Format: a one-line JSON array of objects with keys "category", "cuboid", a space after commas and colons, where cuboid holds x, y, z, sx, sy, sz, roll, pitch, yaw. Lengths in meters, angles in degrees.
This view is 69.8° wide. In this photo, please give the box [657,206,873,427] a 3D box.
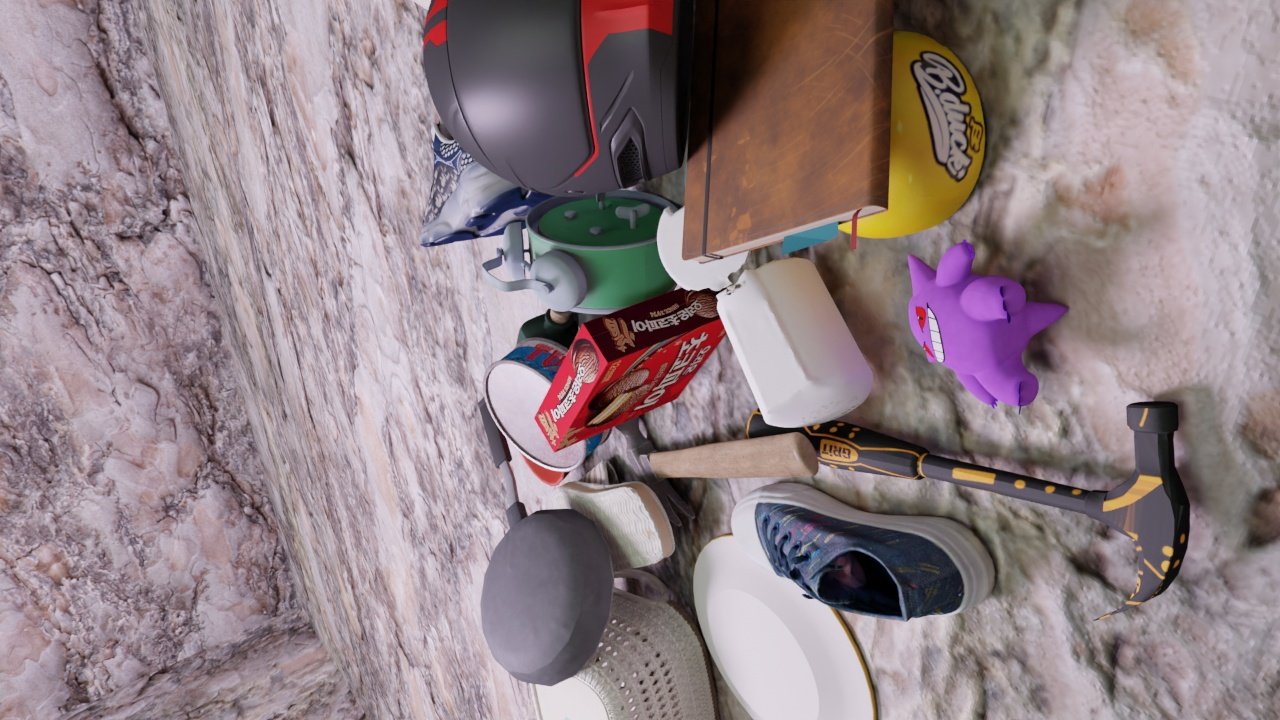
[{"category": "box", "cuboid": [0.083, -0.036, 0.614, 0.085, 0.112, 0.162, -42, 59, 39]}]

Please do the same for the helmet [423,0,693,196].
[{"category": "helmet", "cuboid": [-0.053, -0.193, 0.597, 0.264, 0.170, 0.164, 12, -99, -84]}]

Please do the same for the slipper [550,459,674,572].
[{"category": "slipper", "cuboid": [-0.027, 0.162, 0.958, 0.263, 0.052, 0.115, -22, 90, 64]}]

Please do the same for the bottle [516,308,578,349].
[{"category": "bottle", "cuboid": [-0.091, -0.010, 0.941, 0.061, 0.061, 0.132, 50, 144, 24]}]

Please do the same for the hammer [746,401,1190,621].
[{"category": "hammer", "cuboid": [0.183, 0.070, 0.591, 0.321, 0.036, 0.123, 9, 103, 56]}]

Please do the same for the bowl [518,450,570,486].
[{"category": "bowl", "cuboid": [-0.106, 0.081, 1.046, 0.122, 0.035, 0.122, 35, 136, 42]}]

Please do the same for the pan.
[{"category": "pan", "cuboid": [-0.132, 0.172, 0.984, 0.179, 0.041, 0.356, -44, 47, 23]}]

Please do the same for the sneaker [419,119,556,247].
[{"category": "sneaker", "cuboid": [-0.166, -0.190, 0.902, 0.270, 0.103, 0.132, -7, 98, 65]}]

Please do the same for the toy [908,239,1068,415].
[{"category": "toy", "cuboid": [0.187, -0.022, 0.516, 0.088, 0.055, 0.106, 21, 135, 55]}]

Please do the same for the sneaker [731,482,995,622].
[{"category": "sneaker", "cuboid": [0.137, 0.149, 0.673, 0.236, 0.079, 0.087, 0, 108, 57]}]

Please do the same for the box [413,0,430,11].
[{"category": "box", "cuboid": [-0.096, -0.306, 0.684, 0.146, 0.185, 0.095, -12, 56, 49]}]

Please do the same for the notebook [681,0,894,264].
[{"category": "notebook", "cuboid": [0.076, -0.173, 0.529, 0.179, 0.014, 0.249, -8, 76, 58]}]

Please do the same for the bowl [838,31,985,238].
[{"category": "bowl", "cuboid": [0.128, -0.124, 0.529, 0.117, 0.067, 0.117, 35, 136, 43]}]

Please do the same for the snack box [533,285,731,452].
[{"category": "snack box", "cuboid": [-0.004, 0.004, 0.749, 0.036, 0.132, 0.152, 58, 147, 17]}]

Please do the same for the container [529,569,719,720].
[{"category": "container", "cuboid": [-0.020, 0.367, 0.988, 0.185, 0.142, 0.246, 7, 116, 41]}]

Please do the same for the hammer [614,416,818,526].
[{"category": "hammer", "cuboid": [0.058, 0.081, 0.758, 0.119, 0.030, 0.332, 65, 157, -1]}]

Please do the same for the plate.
[{"category": "plate", "cuboid": [0.117, 0.268, 0.833, 0.230, 0.021, 0.230, 35, 136, 42]}]

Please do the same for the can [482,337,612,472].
[{"category": "can", "cuboid": [-0.091, 0.044, 0.895, 0.130, 0.044, 0.130, 25, 136, 26]}]

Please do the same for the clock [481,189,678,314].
[{"category": "clock", "cuboid": [-0.045, -0.088, 0.723, 0.122, 0.161, 0.075, 39, 138, 47]}]

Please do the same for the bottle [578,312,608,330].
[{"category": "bottle", "cuboid": [-0.041, -0.033, 0.875, 0.036, 0.036, 0.110, 39, 139, 39]}]
